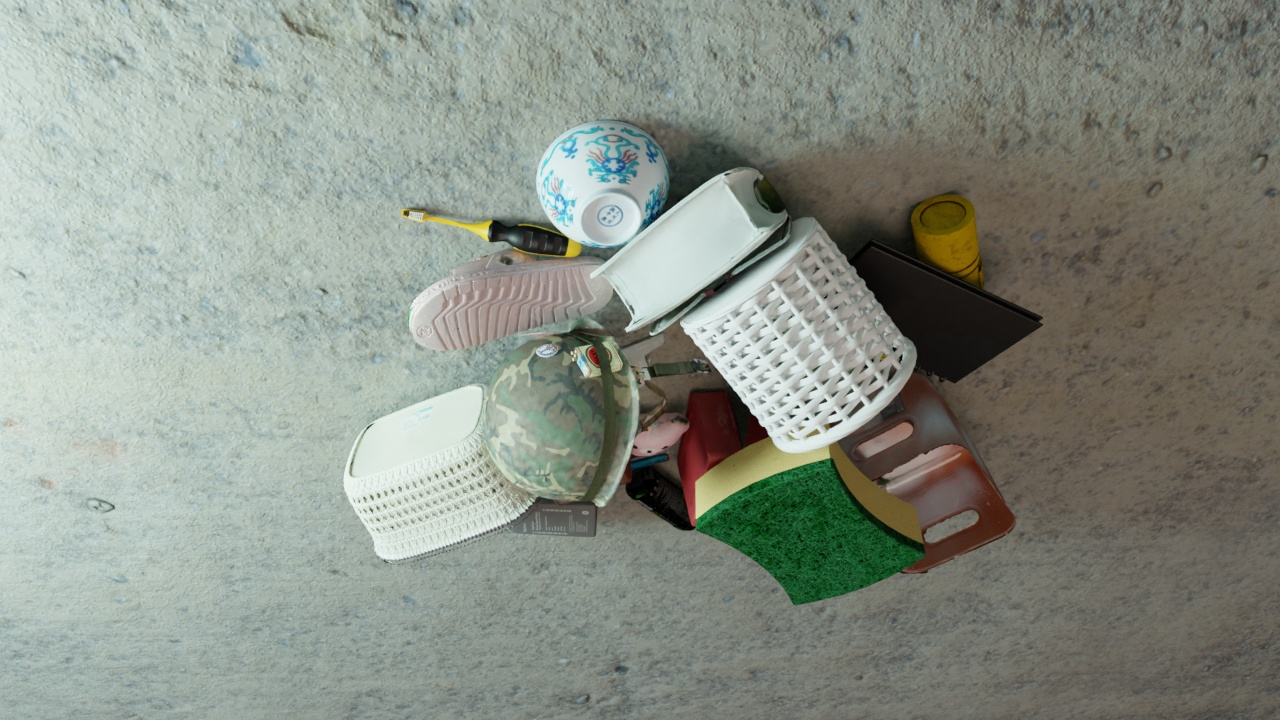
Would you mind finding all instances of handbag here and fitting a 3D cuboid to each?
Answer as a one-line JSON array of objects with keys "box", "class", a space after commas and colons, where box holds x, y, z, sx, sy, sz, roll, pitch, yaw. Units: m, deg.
[{"box": [0.060, -0.116, 0.989, 0.199, 0.141, 0.096, -36, 87, 23], "class": "handbag"}]

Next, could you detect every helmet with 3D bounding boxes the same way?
[{"box": [-0.062, 0.056, 1.058, 0.236, 0.223, 0.193, 11, 144, -17], "class": "helmet"}]

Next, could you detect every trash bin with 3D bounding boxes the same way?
[{"box": [0.384, 0.159, 1.291, 0.182, 0.157, 0.259, -31, 130, 19], "class": "trash bin"}]

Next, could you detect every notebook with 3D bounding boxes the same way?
[{"box": [0.330, -0.051, 1.107, 0.231, 0.019, 0.170, 22, 147, -11], "class": "notebook"}]

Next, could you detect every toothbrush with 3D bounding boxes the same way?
[{"box": [-0.160, -0.141, 0.999, 0.196, 0.031, 0.031, 10, 100, -13], "class": "toothbrush"}]

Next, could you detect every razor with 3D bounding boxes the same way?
[{"box": [-0.025, 0.154, 1.302, 0.144, 0.022, 0.042, -20, 135, 20], "class": "razor"}]

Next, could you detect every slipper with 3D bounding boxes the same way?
[{"box": [-0.147, -0.080, 1.036, 0.239, 0.064, 0.094, -13, 134, -22], "class": "slipper"}]

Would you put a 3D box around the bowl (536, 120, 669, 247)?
[{"box": [-0.035, -0.168, 0.960, 0.144, 0.074, 0.144, -5, 134, -5], "class": "bowl"}]

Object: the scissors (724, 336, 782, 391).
[{"box": [0.152, 0.001, 1.169, 0.130, 0.019, 0.151, -1, 143, 21], "class": "scissors"}]

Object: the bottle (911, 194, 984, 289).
[{"box": [0.368, -0.111, 1.089, 0.071, 0.071, 0.164, -19, 134, 8], "class": "bottle"}]

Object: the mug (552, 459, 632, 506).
[{"box": [-0.079, 0.124, 1.233, 0.110, 0.096, 0.123, -21, 108, 2], "class": "mug"}]

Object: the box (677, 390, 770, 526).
[{"box": [0.106, 0.135, 1.237, 0.117, 0.135, 0.158, 11, 133, -2], "class": "box"}]

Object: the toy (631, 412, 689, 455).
[{"box": [0.011, 0.103, 1.245, 0.099, 0.052, 0.096, 1, 145, -11], "class": "toy"}]

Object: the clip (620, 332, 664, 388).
[{"box": [-0.007, 0.006, 1.164, 0.102, 0.040, 0.054, -21, 121, 12], "class": "clip"}]

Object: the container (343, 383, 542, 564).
[{"box": [-0.246, 0.136, 1.151, 0.252, 0.184, 0.143, -20, 122, 11], "class": "container"}]

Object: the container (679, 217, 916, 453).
[{"box": [0.172, -0.028, 1.013, 0.190, 0.189, 0.187, -35, 104, 22], "class": "container"}]

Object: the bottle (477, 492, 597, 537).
[{"box": [-0.149, 0.210, 1.312, 0.174, 0.046, 0.084, 2, 138, -1], "class": "bottle"}]

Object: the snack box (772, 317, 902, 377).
[{"box": [0.243, -0.019, 1.147, 0.148, 0.025, 0.080, -10, 139, 33], "class": "snack box"}]

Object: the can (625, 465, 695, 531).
[{"box": [0.036, 0.203, 1.342, 0.054, 0.053, 0.137, -34, 130, 21], "class": "can"}]

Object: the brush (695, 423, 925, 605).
[{"box": [0.212, 0.198, 1.152, 0.195, 0.075, 0.250, -30, 126, 28], "class": "brush"}]
